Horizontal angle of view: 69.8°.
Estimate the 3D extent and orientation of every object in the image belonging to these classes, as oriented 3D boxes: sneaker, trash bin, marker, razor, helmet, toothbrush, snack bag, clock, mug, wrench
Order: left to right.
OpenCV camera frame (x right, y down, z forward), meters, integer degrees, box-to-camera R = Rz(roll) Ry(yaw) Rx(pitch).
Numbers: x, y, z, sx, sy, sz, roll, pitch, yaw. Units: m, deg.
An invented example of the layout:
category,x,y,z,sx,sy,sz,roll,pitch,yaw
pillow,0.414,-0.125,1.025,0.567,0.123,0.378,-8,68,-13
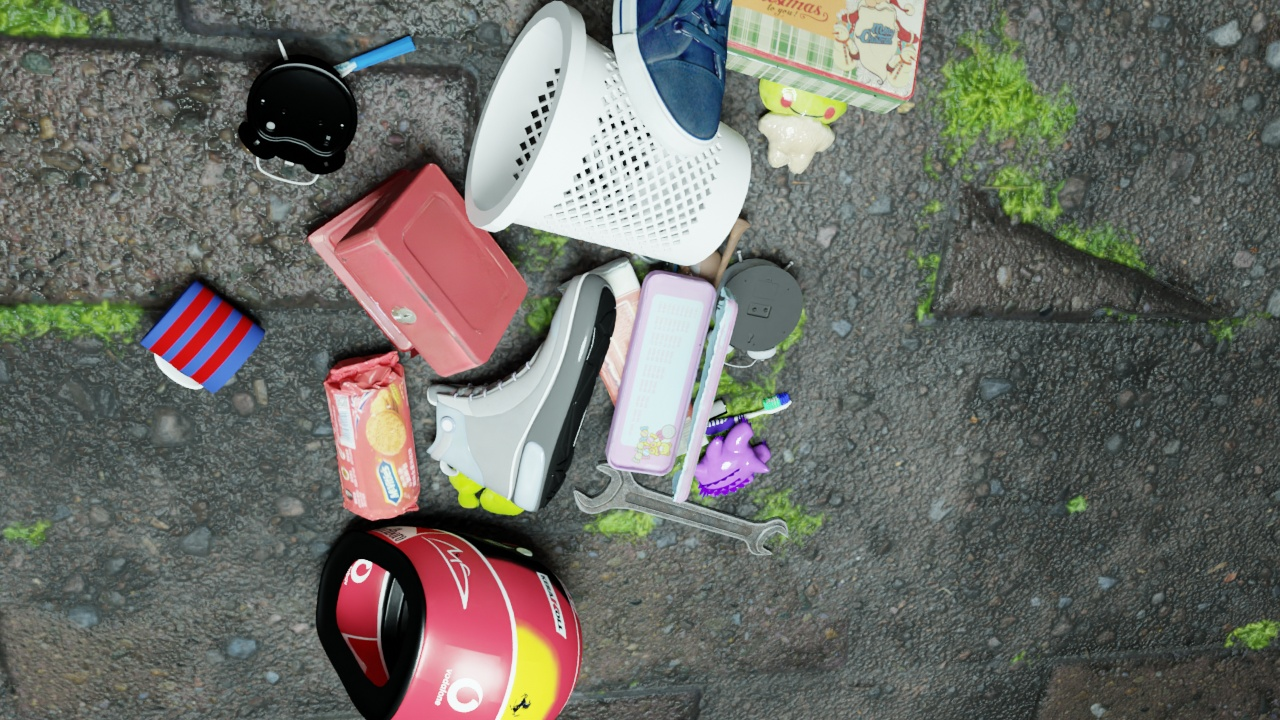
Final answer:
category,x,y,z,sx,sy,sz,roll,pitch,yaw
mug,-0.416,-0.014,0.856,0.112,0.074,0.076,-32,119,32
clock,-0.296,-0.209,0.797,0.091,0.042,0.121,12,121,-25
marker,-0.267,-0.256,0.810,0.142,0.013,0.013,-21,116,-2
snack bag,-0.269,0.077,0.920,0.082,0.082,0.176,-6,113,-10
helmet,-0.178,0.281,0.946,0.224,0.271,0.197,17,94,-40
sneaker,-0.127,0.017,0.905,0.160,0.092,0.257,21,112,9
razor,-0.029,-0.122,0.915,0.144,0.042,0.022,18,152,-14
trash bin,-0.022,-0.178,0.811,0.199,0.195,0.196,17,108,-29
snack bag,-0.006,0.006,0.955,0.077,0.041,0.225,-24,109,0
marker,0.029,0.077,1.015,0.140,0.016,0.016,-23,116,-1
wrench,0.052,0.176,1.066,0.273,0.010,0.070,19,108,-19
toothbrush,0.081,0.075,1.026,0.186,0.015,0.016,-20,111,-3
sneaker,0.061,-0.309,0.725,0.120,0.127,0.294,11,77,-42
clock,0.117,-0.049,0.969,0.094,0.035,0.123,10,111,-16

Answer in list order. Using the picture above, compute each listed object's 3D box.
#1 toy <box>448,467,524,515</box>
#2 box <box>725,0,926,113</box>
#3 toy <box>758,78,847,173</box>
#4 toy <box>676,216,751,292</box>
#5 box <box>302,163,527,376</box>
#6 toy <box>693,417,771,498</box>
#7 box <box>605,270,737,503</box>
category,x,y,z,sx,sy,sz,roll,pitch,yaw
toy,-0.152,0.132,0.990,0.094,0.036,0.093,-39,107,4
box,0.158,-0.306,0.834,0.205,0.050,0.117,12,80,-15
toy,0.154,-0.241,0.888,0.092,0.043,0.118,8,108,-17
toy,0.068,-0.102,0.931,0.055,0.041,0.102,24,99,19
box,-0.197,-0.076,0.822,0.152,0.165,0.157,-37,116,0
toy,0.100,0.119,1.025,0.088,0.055,0.106,-29,137,12
box,0.032,0.028,0.897,0.089,0.093,0.214,10,107,-12
